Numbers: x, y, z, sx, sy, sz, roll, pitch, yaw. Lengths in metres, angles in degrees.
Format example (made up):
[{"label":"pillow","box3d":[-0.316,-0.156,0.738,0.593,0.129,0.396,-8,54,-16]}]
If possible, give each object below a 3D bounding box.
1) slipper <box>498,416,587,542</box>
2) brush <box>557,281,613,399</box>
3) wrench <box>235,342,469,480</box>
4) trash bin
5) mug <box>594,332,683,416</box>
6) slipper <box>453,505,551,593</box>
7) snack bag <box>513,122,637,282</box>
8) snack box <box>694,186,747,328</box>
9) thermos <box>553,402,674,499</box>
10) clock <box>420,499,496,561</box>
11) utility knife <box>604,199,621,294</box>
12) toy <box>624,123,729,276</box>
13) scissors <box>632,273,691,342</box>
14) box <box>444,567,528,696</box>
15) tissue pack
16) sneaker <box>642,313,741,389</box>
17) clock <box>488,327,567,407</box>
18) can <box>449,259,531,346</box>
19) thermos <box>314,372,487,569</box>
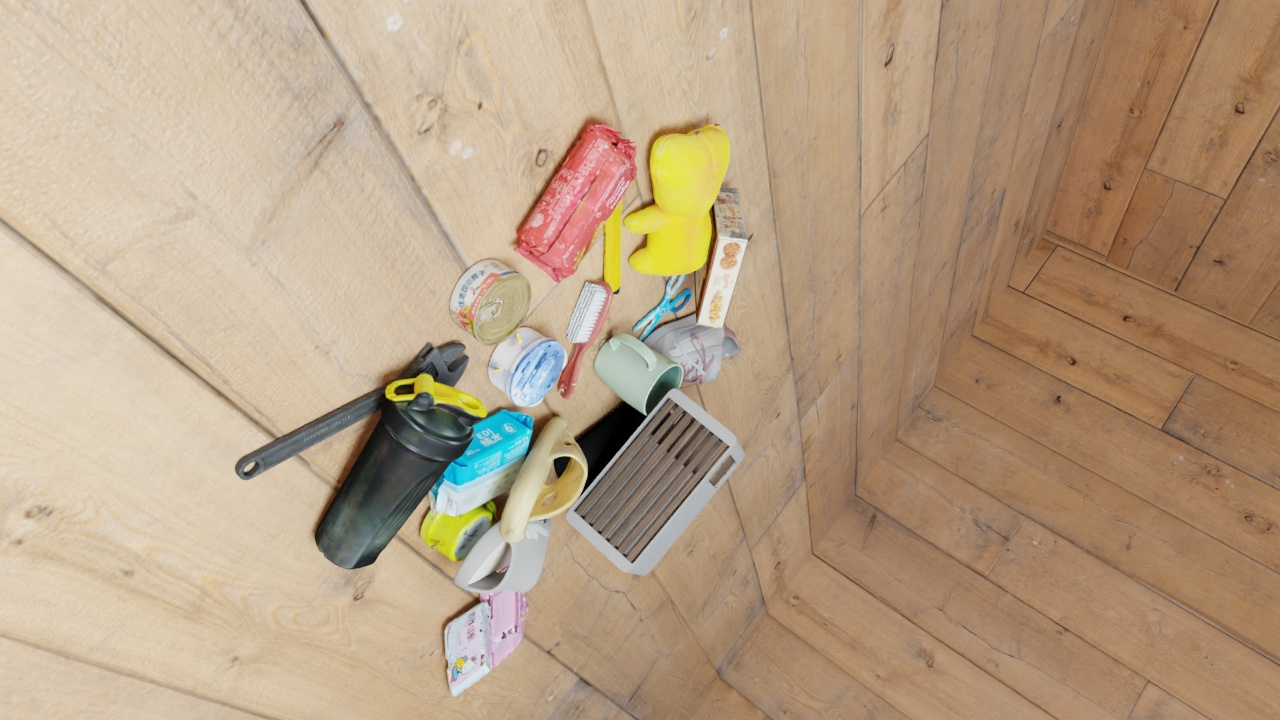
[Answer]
[{"label":"slipper","box3d":[-0.113,0.157,1.153,0.261,0.079,0.111,-68,-178,-74]},{"label":"brush","box3d":[-0.081,-0.024,1.176,0.030,0.041,0.173,1,122,-40]},{"label":"wrench","box3d":[-0.282,0.049,0.932,0.272,0.018,0.073,-32,145,-39]},{"label":"trash bin","box3d":[0.025,0.170,1.259,0.228,0.114,0.114,-50,161,-4]},{"label":"mug","box3d":[-0.007,0.007,1.252,0.084,0.104,0.111,-44,152,-25]},{"label":"slipper","box3d":[-0.158,0.259,1.228,0.113,0.080,0.265,-52,172,4]},{"label":"snack bag","box3d":[-0.065,-0.173,0.990,0.176,0.082,0.082,-58,154,0]},{"label":"snack box","box3d":[0.107,-0.144,1.264,0.146,0.041,0.143,-89,-172,-52]},{"label":"thermos","box3d":[-0.028,0.120,1.361,0.198,0.086,0.086,-37,147,-36]},{"label":"clock","box3d":[-0.224,0.207,1.157,0.083,0.057,0.119,-58,160,1]},{"label":"utility knife","box3d":[-0.034,-0.144,1.143,0.030,0.017,0.159,-42,151,-38]},{"label":"toy","box3d":[0.052,-0.195,1.157,0.134,0.087,0.194,-25,140,-41]},{"label":"scissors","box3d":[0.036,-0.073,1.344,0.140,0.013,0.117,-57,158,0]},{"label":"box","box3d":[-0.234,0.412,1.387,0.152,0.037,0.202,-32,145,-36]},{"label":"tissue pack","box3d":[-0.193,0.122,1.110,0.144,0.062,0.093,-26,144,-44]},{"label":"sneaker","box3d":[0.075,-0.002,1.390,0.235,0.089,0.099,-29,149,-44]},{"label":"clock","box3d":[-0.131,0.011,1.106,0.089,0.052,0.125,-56,154,-4]},{"label":"can","box3d":[-0.160,-0.063,0.986,0.086,0.043,0.086,-40,149,-31]},{"label":"thermos","box3d":[-0.255,0.115,0.948,0.221,0.098,0.098,-53,156,18]}]
